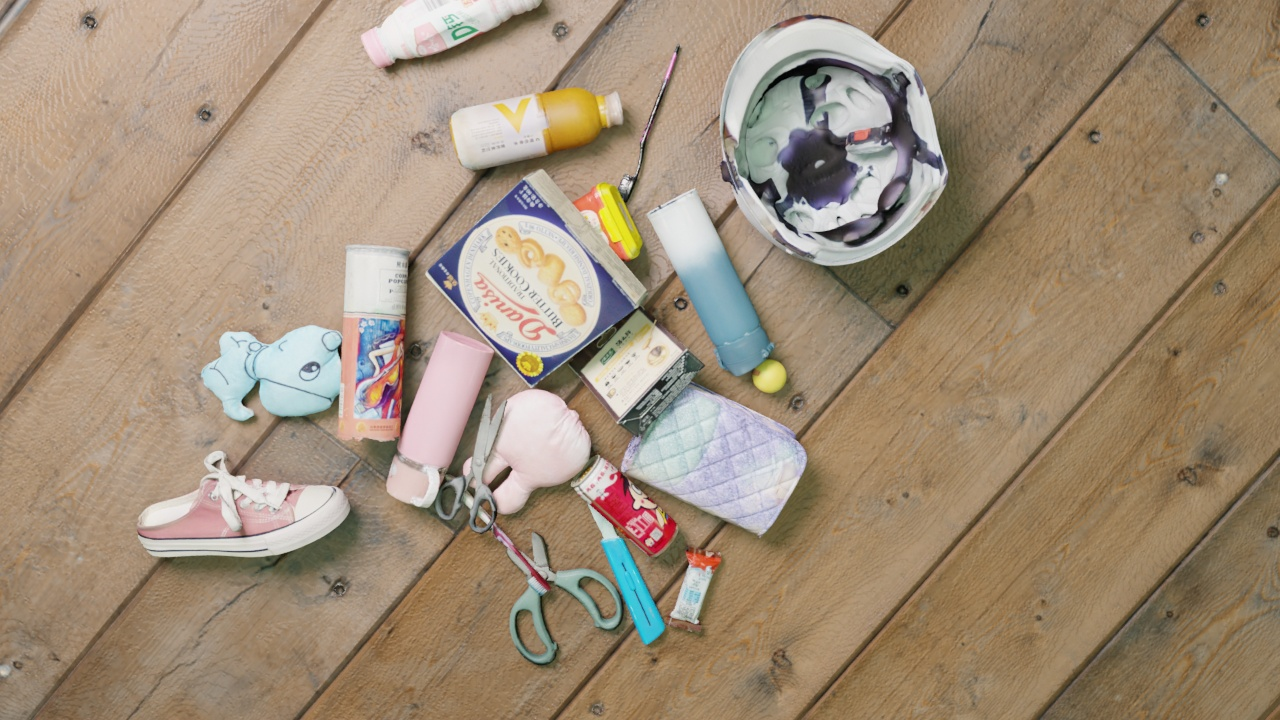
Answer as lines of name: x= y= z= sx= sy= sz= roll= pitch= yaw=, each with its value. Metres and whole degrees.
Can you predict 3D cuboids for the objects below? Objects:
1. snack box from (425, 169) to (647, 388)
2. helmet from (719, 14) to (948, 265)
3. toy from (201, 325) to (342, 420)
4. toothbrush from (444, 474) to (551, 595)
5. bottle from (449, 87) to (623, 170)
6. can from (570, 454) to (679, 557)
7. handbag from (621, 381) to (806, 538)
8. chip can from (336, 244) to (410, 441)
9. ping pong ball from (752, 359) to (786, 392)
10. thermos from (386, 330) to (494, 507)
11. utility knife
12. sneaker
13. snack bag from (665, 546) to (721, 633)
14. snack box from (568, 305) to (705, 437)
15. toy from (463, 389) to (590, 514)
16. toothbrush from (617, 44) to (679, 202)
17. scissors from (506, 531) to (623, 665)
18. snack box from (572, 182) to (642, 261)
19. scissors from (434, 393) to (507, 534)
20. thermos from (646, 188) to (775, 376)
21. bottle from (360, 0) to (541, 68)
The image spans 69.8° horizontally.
snack box: x=-0.116 y=-0.086 z=1.018 sx=0.183 sy=0.045 sz=0.178 roll=-37 pitch=100 yaw=30
helmet: x=0.196 y=-0.231 z=1.009 sx=0.229 sy=0.146 sz=0.258 roll=-33 pitch=91 yaw=-1
toy: x=-0.410 y=0.016 z=1.048 sx=0.156 sy=0.049 sz=0.161 roll=33 pitch=104 yaw=-10
toothbrush: x=-0.174 y=0.209 z=1.102 sx=0.017 sy=0.016 sz=0.187 roll=-40 pitch=93 yaw=8
bottle: x=-0.114 y=-0.261 z=1.020 sx=0.189 sy=0.068 sz=0.068 roll=-13 pitch=99 yaw=-3
can: x=-0.019 y=0.173 z=1.095 sx=0.133 sy=0.053 sz=0.053 roll=43 pitch=93 yaw=-11
handbag: x=0.089 y=0.113 z=1.088 sx=0.194 sy=0.075 sz=0.134 roll=27 pitch=100 yaw=-6
chip can: x=-0.299 y=-0.019 z=1.027 sx=0.071 sy=0.071 sz=0.214 roll=4 pitch=91 yaw=-5
ping pong ball: x=0.154 y=0.019 z=1.095 sx=0.040 sy=0.040 sz=0.040 roll=-1 pitch=98 yaw=-4
thermos: x=-0.229 y=0.071 z=1.051 sx=0.067 sy=0.087 sz=0.198 roll=19 pitch=95 yaw=-36
utility knife: x=-0.021 y=0.254 z=1.128 sx=0.034 sy=0.018 sz=0.204 roll=-24 pitch=98 yaw=0
sneaker: x=-0.457 y=0.164 z=1.041 sx=0.241 sy=0.118 sz=0.088 roll=-5 pitch=119 yaw=2
snack bag: x=0.065 y=0.283 z=1.134 sx=0.048 sy=0.026 sz=0.104 roll=14 pitch=98 yaw=0
snack box: x=-0.006 y=0.006 z=1.054 sx=0.113 sy=0.125 sz=0.053 roll=-47 pitch=131 yaw=3
toy: x=-0.135 y=0.108 z=1.080 sx=0.160 sy=0.054 sz=0.121 roll=-41 pitch=100 yaw=15
toothbrush: x=0.009 y=-0.273 z=1.056 sx=0.018 sy=0.014 sz=0.189 roll=20 pitch=96 yaw=5
scissors: x=-0.116 y=0.301 z=1.126 sx=0.175 sy=0.019 sz=0.176 roll=39 pitch=95 yaw=-8
snack box: x=-0.051 y=-0.146 z=1.040 sx=0.080 sy=0.082 sz=0.091 roll=-24 pitch=100 yaw=13
scissors: x=-0.195 y=0.120 z=1.065 sx=0.151 sy=0.014 sz=0.171 roll=-16 pitch=103 yaw=17
thermos: x=0.082 y=-0.087 z=1.063 sx=0.070 sy=0.070 sz=0.220 roll=-27 pitch=100 yaw=0
bottle: x=-0.207 y=-0.378 z=0.999 sx=0.197 sy=0.068 sz=0.068 roll=-25 pitch=99 yaw=3
